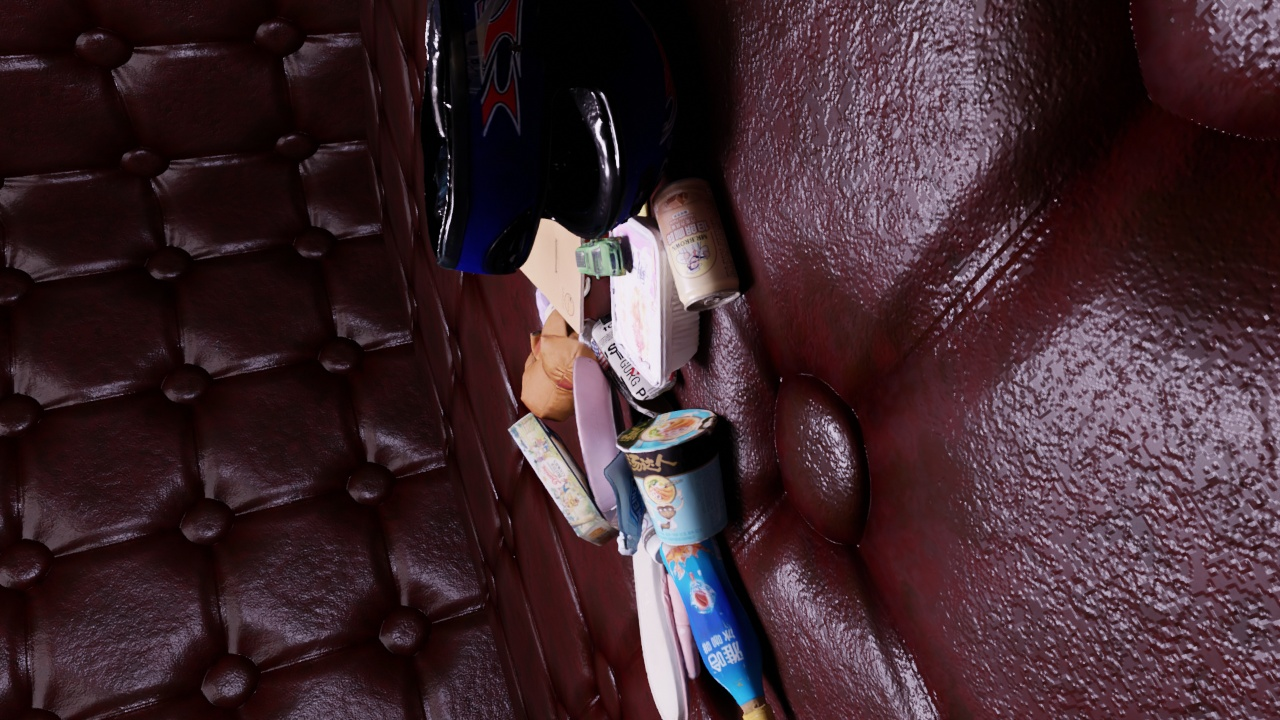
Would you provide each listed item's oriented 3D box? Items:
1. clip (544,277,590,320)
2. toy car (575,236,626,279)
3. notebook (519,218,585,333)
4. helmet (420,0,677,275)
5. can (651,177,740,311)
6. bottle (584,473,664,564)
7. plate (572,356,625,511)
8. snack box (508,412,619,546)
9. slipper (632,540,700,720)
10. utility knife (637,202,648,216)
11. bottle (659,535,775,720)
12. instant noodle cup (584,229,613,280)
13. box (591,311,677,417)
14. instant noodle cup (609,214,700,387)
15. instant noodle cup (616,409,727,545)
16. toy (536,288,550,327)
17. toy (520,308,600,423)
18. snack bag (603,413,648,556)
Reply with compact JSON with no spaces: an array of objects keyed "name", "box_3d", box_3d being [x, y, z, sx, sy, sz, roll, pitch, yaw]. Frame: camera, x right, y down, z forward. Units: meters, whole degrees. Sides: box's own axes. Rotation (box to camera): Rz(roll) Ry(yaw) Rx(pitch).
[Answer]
[{"name":"clip","box_3d":[-0.116,-0.093,1.294,0.105,0.081,0.034,-46,53,32]},{"name":"toy car","box_3d":[-0.043,-0.110,0.987,0.091,0.036,0.043,-170,72,-65]},{"name":"notebook","box_3d":[-0.117,-0.144,1.143,0.207,0.008,0.148,47,143,46]},{"name":"helmet","box_3d":[-0.083,-0.228,0.885,0.248,0.240,0.315,121,145,-59]},{"name":"can","box_3d":[0.053,-0.109,0.866,0.059,0.058,0.116,138,118,-67]},{"name":"bottle","box_3d":[-0.007,0.186,1.171,0.044,0.080,0.195,38,-174,-37]},{"name":"plate","box_3d":[-0.043,0.087,1.122,0.192,0.039,0.192,-8,-92,-86]},{"name":"snack box","box_3d":[-0.104,0.172,1.305,0.182,0.046,0.178,55,177,16]},{"name":"slipper","box_3d":[0.036,0.318,1.151,0.114,0.054,0.274,111,154,-51]},{"name":"utility knife","box_3d":[-0.006,-0.213,1.019,0.031,0.020,0.198,8,117,35]},{"name":"bottle","box_3d":[0.087,0.286,0.987,0.065,0.065,0.218,109,143,-55]},{"name":"instant noodle cup","box_3d":[-0.076,-0.204,1.130,0.164,0.079,0.189,64,151,23]},{"name":"box","box_3d":[-0.008,0.011,1.104,0.163,0.076,0.087,53,168,44]},{"name":"instant noodle cup","box_3d":[0.018,-0.073,0.979,0.138,0.060,0.174,-134,38,-56]},{"name":"instant noodle cup","box_3d":[0.043,0.127,0.975,0.111,0.111,0.120,17,124,68]},{"name":"toy","box_3d":[-0.128,-0.068,1.387,0.084,0.039,0.108,40,-161,-46]},{"name":"toy","box_3d":[-0.092,0.002,1.260,0.130,0.140,0.200,-65,4,-29]},{"name":"snack bag","box_3d":[-0.005,0.138,1.049,0.190,0.039,0.110,-60,-31,-70]}]
